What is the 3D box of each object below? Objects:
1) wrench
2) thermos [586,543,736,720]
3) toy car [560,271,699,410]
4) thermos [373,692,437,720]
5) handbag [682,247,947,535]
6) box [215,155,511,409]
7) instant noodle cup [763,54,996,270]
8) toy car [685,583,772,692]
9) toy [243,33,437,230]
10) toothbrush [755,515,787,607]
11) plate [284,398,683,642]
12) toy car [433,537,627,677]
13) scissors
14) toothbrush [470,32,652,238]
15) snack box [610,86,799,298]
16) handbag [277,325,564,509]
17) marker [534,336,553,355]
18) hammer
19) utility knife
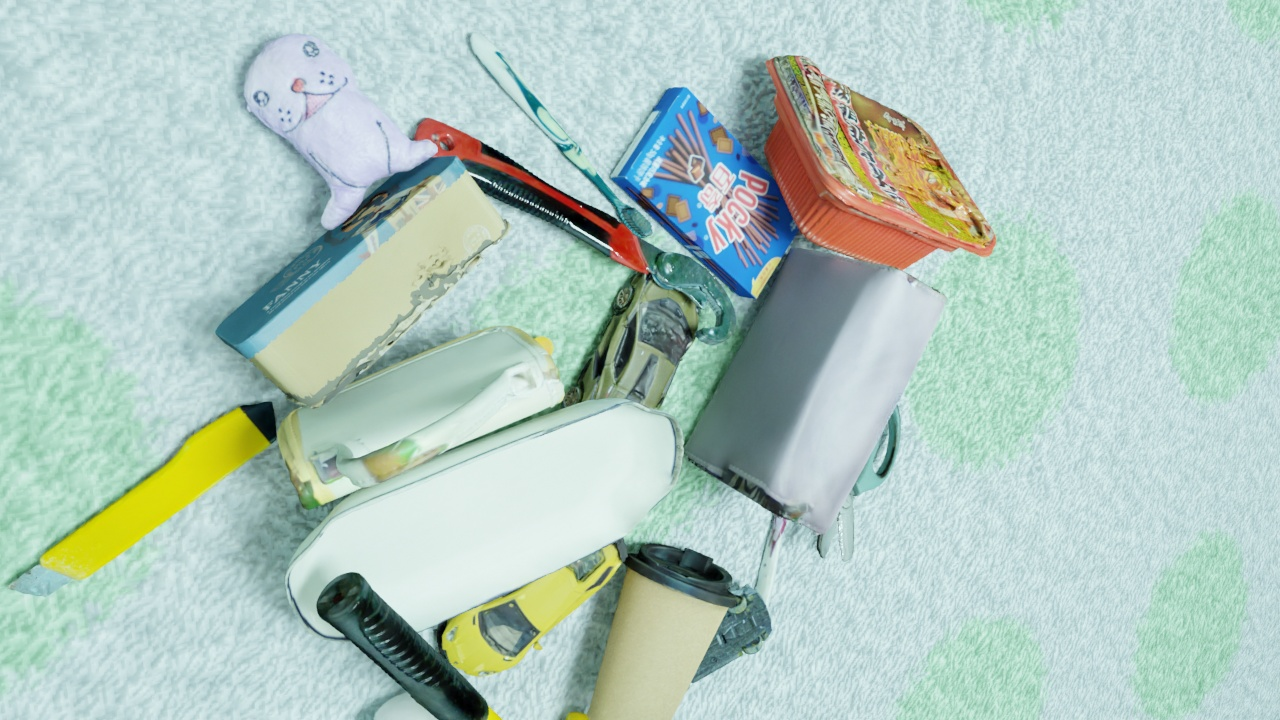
[{"bbox_3d":[-0.036,-0.091,0.650,0.273,0.016,0.056,30,57,-25],"label":"wrench"},{"bbox_3d":[0.013,0.216,0.708,0.093,0.093,0.143,24,84,-32],"label":"thermos"},{"bbox_3d":[-0.004,0.004,0.691,0.070,0.042,0.158,28,82,-32],"label":"toy car"},{"bbox_3d":[-0.141,0.344,0.660,0.073,0.073,0.224,-19,108,-27],"label":"thermos"},{"bbox_3d":[0.135,0.021,0.705,0.098,0.145,0.197,27,90,-21],"label":"handbag"},{"bbox_3d":[-0.169,-0.046,0.552,0.184,0.090,0.062,-46,120,-21],"label":"box"},{"bbox_3d":[0.174,-0.143,0.714,0.188,0.164,0.079,12,136,-31],"label":"instant noodle cup"},{"bbox_3d":[0.055,0.235,0.775,0.120,0.037,0.054,-28,114,-13],"label":"toy car"},{"bbox_3d":[-0.188,-0.142,0.547,0.084,0.039,0.108,-41,104,-7],"label":"toy"},{"bbox_3d":[0.126,0.144,0.811,0.017,0.016,0.187,10,94,-42],"label":"toothbrush"},{"bbox_3d":[-0.095,0.097,0.597,0.265,0.034,0.162,-22,141,-17],"label":"plate"},{"bbox_3d":[-0.079,0.172,0.679,0.155,0.041,0.071,-38,115,-17],"label":"toy car"},{"bbox_3d":[0.194,0.093,0.820,0.169,0.019,0.177,-6,89,-37],"label":"scissors"},{"bbox_3d":[-0.051,-0.153,0.644,0.016,0.018,0.191,-51,120,-13],"label":"toothbrush"},{"bbox_3d":[0.057,-0.126,0.709,0.157,0.026,0.084,38,79,-31],"label":"snack box"},{"bbox_3d":[-0.127,0.030,0.537,0.163,0.179,0.063,-24,97,-19],"label":"handbag"},{"bbox_3d":[-0.112,0.024,0.645,0.123,0.015,0.018,-40,97,-16],"label":"marker"},{"bbox_3d":[-0.114,0.238,0.612,0.301,0.033,0.128,61,37,-37],"label":"hammer"},{"bbox_3d":[-0.291,0.081,0.548,0.173,0.015,0.033,-39,111,-18],"label":"utility knife"}]
